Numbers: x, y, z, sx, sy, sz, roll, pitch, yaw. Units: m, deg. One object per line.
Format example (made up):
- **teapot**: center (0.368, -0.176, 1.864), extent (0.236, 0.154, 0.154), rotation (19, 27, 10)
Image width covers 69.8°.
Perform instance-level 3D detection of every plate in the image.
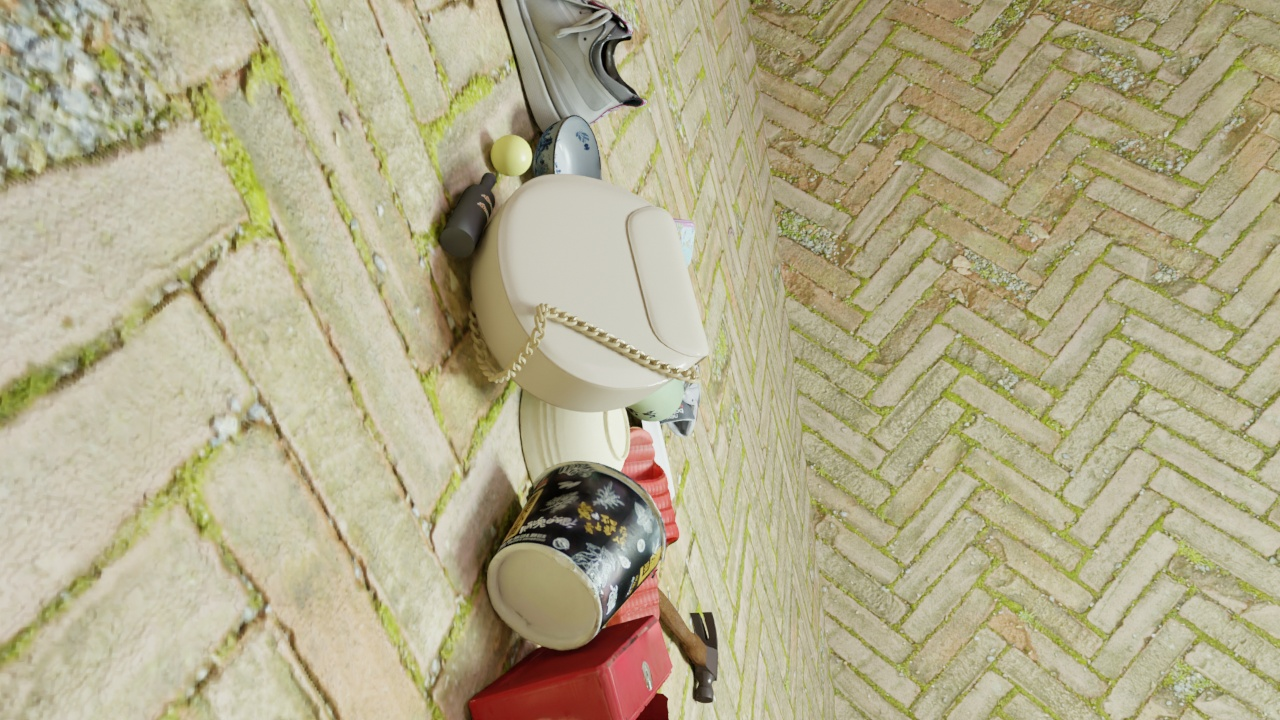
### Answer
- **plate**: center (0.022, 0.113, 1.190), extent (0.188, 0.016, 0.188), rotation (-9, 86, -88)

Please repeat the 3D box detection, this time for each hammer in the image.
- **hammer**: center (0.050, 0.352, 1.220), extent (0.323, 0.033, 0.115), rotation (61, 27, -48)

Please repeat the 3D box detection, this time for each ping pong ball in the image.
- **ping pong ball**: center (-0.126, -0.200, 0.897), extent (0.040, 0.040, 0.040), rotation (-9, 90, -74)

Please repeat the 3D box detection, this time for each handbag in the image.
- **handbag**: center (-0.042, -0.064, 0.823), extent (0.208, 0.104, 0.210), rotation (0, 67, -35)

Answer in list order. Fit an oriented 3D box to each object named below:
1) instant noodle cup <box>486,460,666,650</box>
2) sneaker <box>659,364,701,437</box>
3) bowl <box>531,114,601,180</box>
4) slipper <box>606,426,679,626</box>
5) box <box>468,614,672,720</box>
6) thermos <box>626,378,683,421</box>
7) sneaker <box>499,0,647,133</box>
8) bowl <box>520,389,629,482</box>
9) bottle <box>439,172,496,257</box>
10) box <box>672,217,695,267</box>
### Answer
- **instant noodle cup**: center (-0.060, 0.172, 0.782), extent (0.112, 0.137, 0.137), rotation (-48, 128, -57)
- **sneaker**: center (0.044, 0.026, 1.268), extent (0.240, 0.089, 0.124), rotation (60, 23, -59)
- **bowl**: center (-0.087, -0.209, 1.008), extent (0.114, 0.045, 0.114), rotation (3, 90, -67)
- **slipper**: center (0.001, 0.198, 1.027), extent (0.103, 0.059, 0.248), rotation (6, 81, -49)
- **box**: center (-0.050, 0.276, 0.745), extent (0.157, 0.134, 0.110), rotation (-11, 92, -74)
- **thermos**: center (-0.006, 0.006, 1.004), extent (0.231, 0.082, 0.082), rotation (57, 28, -68)
- **sneaker**: center (-0.078, -0.382, 1.009), extent (0.096, 0.129, 0.263), rotation (-49, 127, -70)
- **bowl**: center (-0.056, 0.072, 0.928), extent (0.150, 0.075, 0.150), rotation (-8, 90, -74)
- **bottle**: center (-0.147, -0.134, 0.810), extent (0.112, 0.030, 0.030), rotation (-79, 154, -50)
- **box**: center (0.037, -0.134, 1.334), extent (0.213, 0.035, 0.151), rotation (-28, 132, -73)
